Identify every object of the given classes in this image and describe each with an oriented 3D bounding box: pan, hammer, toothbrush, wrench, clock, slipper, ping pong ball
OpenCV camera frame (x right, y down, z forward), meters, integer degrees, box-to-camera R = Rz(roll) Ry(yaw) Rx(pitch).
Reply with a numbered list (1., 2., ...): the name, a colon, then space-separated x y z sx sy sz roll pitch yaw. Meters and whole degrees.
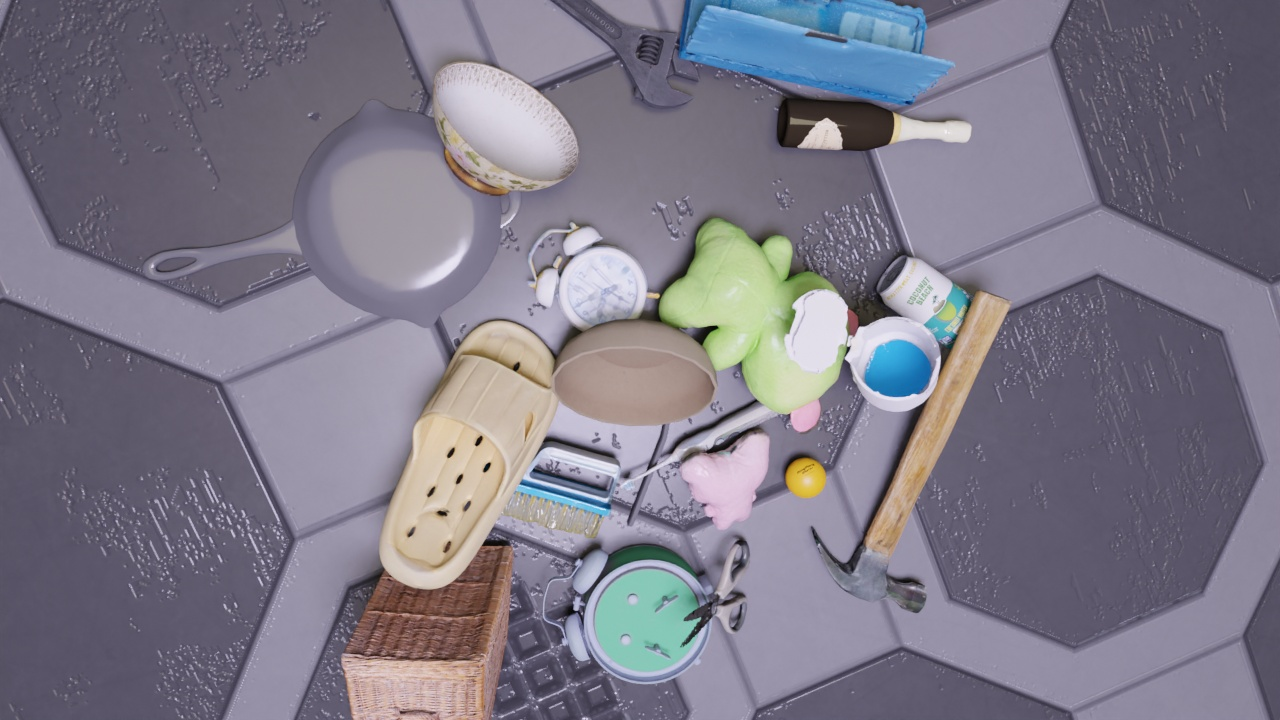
1. pan: -0.288 -0.123 0.857 0.354 0.024 0.216 -13 97 -3
2. hammer: 0.274 0.089 0.898 0.132 0.033 0.331 19 105 -3
3. toothbrush: 0.062 0.080 0.905 0.185 0.022 0.024 -27 69 -7
4. wrench: -0.059 -0.331 0.858 0.273 0.018 0.073 36 83 -6
5. clock: -0.014 0.244 0.894 0.161 0.075 0.122 9 95 -5
6. toothbrush: 0.017 0.087 0.912 0.013 0.013 0.167 20 94 -15
7. slipper: -0.151 0.077 0.823 0.111 0.079 0.261 24 71 -2
8. clock: -0.049 -0.075 0.871 0.125 0.052 0.089 34 93 -5
9. ping pong ball: 0.165 0.117 0.914 0.040 0.040 0.040 -1 96 -5

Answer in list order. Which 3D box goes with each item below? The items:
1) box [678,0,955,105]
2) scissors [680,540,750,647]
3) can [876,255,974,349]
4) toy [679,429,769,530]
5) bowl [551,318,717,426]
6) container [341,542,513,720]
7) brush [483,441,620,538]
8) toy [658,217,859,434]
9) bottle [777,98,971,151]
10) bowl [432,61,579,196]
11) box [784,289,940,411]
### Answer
1. box: 0.160 -0.308 0.827 0.231 0.112 0.094 10 86 -8
2. scissors: 0.075 0.223 0.874 0.013 0.165 0.150 4 61 27
3. can: 0.286 -0.057 0.900 0.101 0.055 0.055 33 92 -8
4. toy: 0.087 0.122 0.902 0.099 0.053 0.096 -19 118 -22
5. bowl: -0.005 0.005 0.849 0.152 0.153 0.050 6 60 -6
6. container: -0.181 0.256 0.820 0.114 0.198 0.113 2 108 -1
7. brush: -0.093 0.116 0.883 0.136 0.055 0.075 16 99 -6
8. toy: 0.121 -0.040 0.864 0.197 0.107 0.150 30 79 -3
9. bottle: 0.227 -0.224 0.881 0.184 0.045 0.045 2 96 -5
10. bowl: -0.131 -0.196 0.828 0.145 0.144 0.063 37 129 -8
11. box: 0.197 -0.007 0.814 0.136 0.147 0.084 25 89 16
